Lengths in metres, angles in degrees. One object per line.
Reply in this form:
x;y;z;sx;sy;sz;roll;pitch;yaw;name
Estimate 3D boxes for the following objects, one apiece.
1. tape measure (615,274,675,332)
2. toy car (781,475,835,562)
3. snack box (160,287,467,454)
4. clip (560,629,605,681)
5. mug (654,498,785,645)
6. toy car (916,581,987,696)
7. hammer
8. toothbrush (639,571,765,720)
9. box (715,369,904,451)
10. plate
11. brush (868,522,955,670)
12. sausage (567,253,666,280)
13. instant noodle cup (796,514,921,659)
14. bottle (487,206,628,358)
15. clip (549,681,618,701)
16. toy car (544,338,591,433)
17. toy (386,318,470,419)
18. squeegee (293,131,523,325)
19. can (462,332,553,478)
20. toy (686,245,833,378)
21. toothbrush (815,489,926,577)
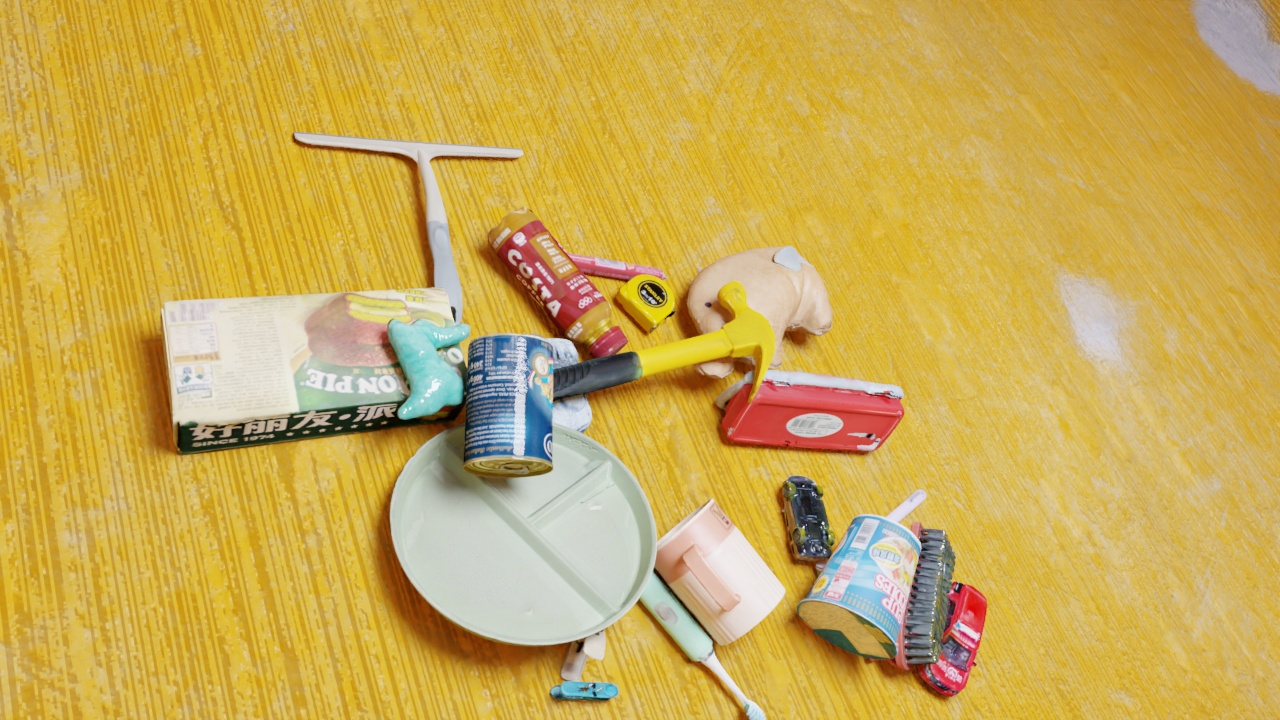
0.007;-0.063;0.995;0.060;0.029;0.057;45;53;6;tape measure
0.166;0.160;0.931;0.042;0.035;0.090;9;55;-23;toy car
-0.276;0.004;0.792;0.239;0.063;0.114;-6;64;-30;snack box
-0.042;0.224;0.790;0.034;0.064;0.098;24;45;-12;clip
0.067;0.190;0.817;0.081;0.114;0.106;-40;84;0;mug
0.316;0.278;0.927;0.053;0.045;0.120;34;54;-2;toy car
-0.005;0.005;0.882;0.300;0.033;0.128;-14;58;-19;hammer
0.035;0.237;0.823;0.224;0.026;0.027;49;10;8;toothbrush
0.182;0.044;0.980;0.201;0.091;0.068;6;42;-23;box
-0.098;0.142;0.788;0.230;0.028;0.229;11;44;-11;plate
0.268;0.238;0.914;0.063;0.069;0.145;56;43;-38;brush
-0.042;-0.102;1.001;0.155;0.020;0.020;8;58;-21;sausage
0.214;0.209;0.871;0.099;0.099;0.109;35;61;-3;instant noodle cup
-0.082;-0.074;0.936;0.175;0.058;0.057;50;52;4;bottle
-0.045;0.275;0.763;0.056;0.041;0.014;10;59;-25;clip
-0.078;0.025;0.897;0.048;0.031;0.105;-3;64;-26;toy car
-0.179;0.000;0.783;0.096;0.030;0.092;-18;75;-39;toy
-0.210;-0.140;0.930;0.246;0.039;0.246;-2;62;-27;squeegee
-0.112;0.038;0.781;0.075;0.075;0.111;6;70;-23;can
0.112;-0.052;1.008;0.225;0.083;0.143;-32;66;-34;toy
0.250;0.182;0.969;0.188;0.021;0.029;-26;73;-37;toothbrush
